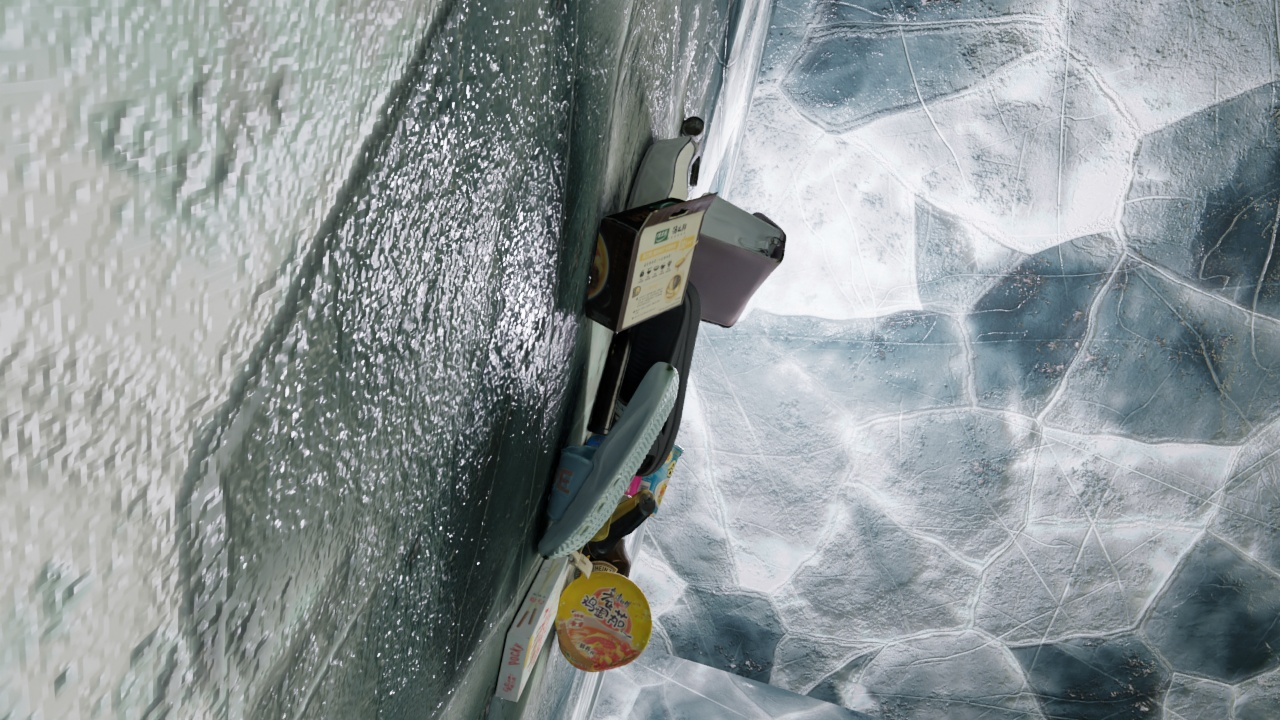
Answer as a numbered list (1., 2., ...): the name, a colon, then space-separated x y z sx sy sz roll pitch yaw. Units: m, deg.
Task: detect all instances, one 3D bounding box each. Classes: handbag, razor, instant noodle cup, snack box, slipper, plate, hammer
1. handbag: 0.116 -0.142 1.374 0.197 0.145 0.098 120 -6 -56
2. razor: -0.035 0.207 1.180 0.062 0.067 0.168 -10 158 -40
3. instant noodle cup: -0.061 0.386 1.326 0.110 0.138 0.137 113 -4 -59
4. snack box: -0.115 0.284 0.993 0.156 0.027 0.085 -64 168 -68
5. slipper: -0.044 0.101 0.946 0.245 0.074 0.104 -59 168 9
6. plate: 0.015 -0.151 1.022 0.205 0.045 0.205 19 88 -85
7. slipper: -0.003 0.021 1.144 0.083 0.111 0.268 -8 119 -48
8. snack box: 0.010 -0.100 0.865 0.113 0.053 0.126 -27 136 -49
9. instant noodle cup: 0.005 0.172 1.373 0.099 0.099 0.109 83 23 -76
10. hammer: 0.034 -0.163 1.262 0.126 0.032 0.323 70 35 -79

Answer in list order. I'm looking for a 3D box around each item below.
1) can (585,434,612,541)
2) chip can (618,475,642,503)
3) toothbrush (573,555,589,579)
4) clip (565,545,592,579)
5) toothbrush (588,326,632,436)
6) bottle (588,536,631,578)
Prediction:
1. can: -0.053 0.152 1.112 0.083 0.057 0.102 -71 174 -55
2. chip can: -0.014 0.104 1.301 0.071 0.071 0.210 96 11 -59
3. toothbrush: -0.072 0.248 1.413 0.016 0.018 0.191 86 17 -68
4. clip: -0.083 0.230 1.091 0.100 0.071 0.034 92 14 -54
5. toothbrush: -0.023 -0.014 1.112 0.027 0.026 0.212 23 81 -54
6. bottle: -0.052 0.308 1.429 0.044 0.080 0.195 28 75 -79
